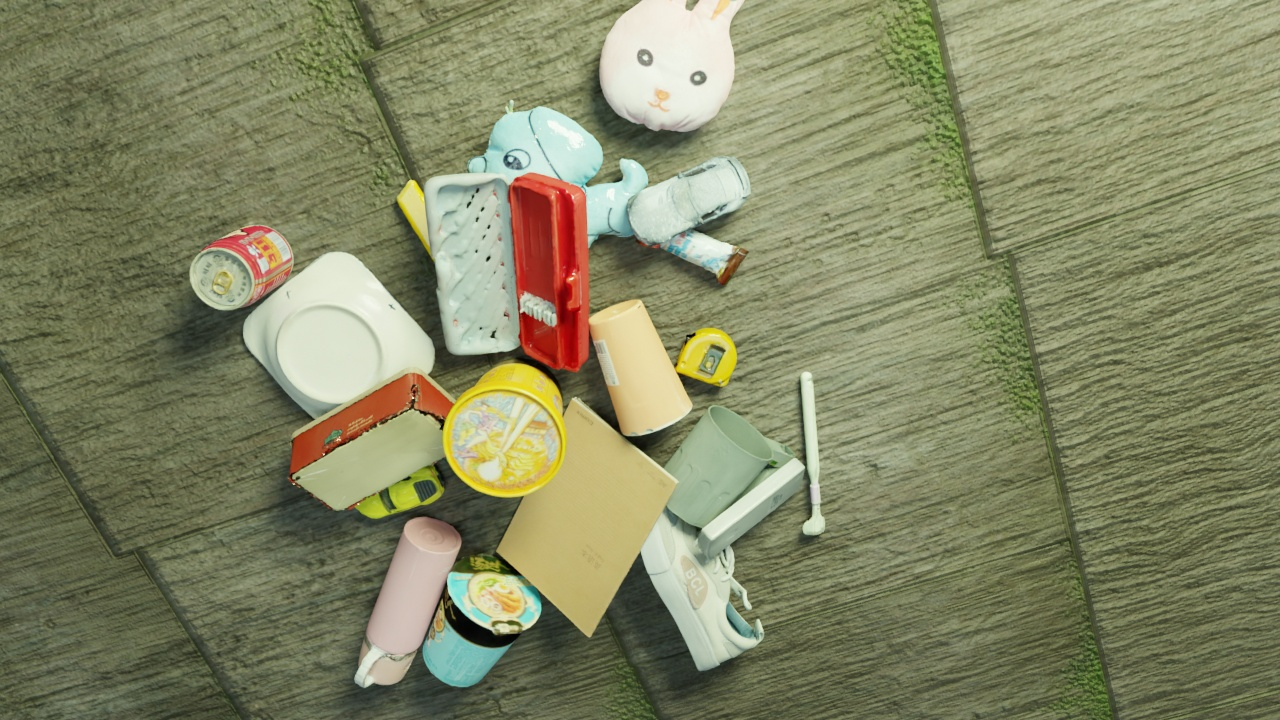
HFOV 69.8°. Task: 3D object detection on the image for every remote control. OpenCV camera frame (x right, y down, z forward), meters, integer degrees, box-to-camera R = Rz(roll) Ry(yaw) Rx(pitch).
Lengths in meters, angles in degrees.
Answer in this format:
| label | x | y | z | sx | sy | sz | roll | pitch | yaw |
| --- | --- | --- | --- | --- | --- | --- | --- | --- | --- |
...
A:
| label | x | y | z | sx | sy | sz | roll | pitch | yaw |
| --- | --- | --- | --- | --- | --- | --- | --- | --- | --- |
| remote control | 0.116 | 0.155 | 0.960 | 0.135 | 0.019 | 0.056 | -34 | 152 | -18 |

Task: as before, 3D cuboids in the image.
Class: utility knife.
| label | x | y | z | sx | sy | sz | roll | pitch | yaw |
| --- | --- | --- | --- | --- | --- | --- | --- | --- | --- |
| utility knife | -0.194 | -0.109 | 0.916 | 0.033 | 0.015 | 0.154 | -28 | 107 | 5 |

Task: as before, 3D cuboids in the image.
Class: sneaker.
| label | x | y | z | sx | sy | sz | roll | pitch | yaw |
| --- | --- | --- | --- | --- | --- | --- | --- | --- | --- |
| sneaker | 0.065 | 0.228 | 0.999 | 0.091 | 0.089 | 0.242 | -22 | 109 | 7 |

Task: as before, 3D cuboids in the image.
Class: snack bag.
| label | x | y | z | sx | sy | sz | roll | pitch | yaw |
| --- | --- | --- | --- | --- | --- | --- | --- | --- | --- |
| snack bag | 0.051 | -0.113 | 0.904 | 0.104 | 0.026 | 0.048 | 28 | 117 | -9 |

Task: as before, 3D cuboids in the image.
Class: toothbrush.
| label | x | y | z | sx | sy | sz | roll | pitch | yaw |
| --- | --- | --- | --- | --- | --- | --- | --- | --- | --- |
| toothbrush | 0.183 | 0.101 | 0.985 | 0.029 | 0.020 | 0.190 | -15 | 111 | -22 |

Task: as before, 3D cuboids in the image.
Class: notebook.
| label | x | y | z | sx | sy | sz | roll | pitch | yaw |
| --- | --- | --- | --- | --- | --- | --- | --- | --- | --- |
| notebook | -0.061 | 0.167 | 0.976 | 0.149 | 0.012 | 0.212 | 37 | 112 | 25 |

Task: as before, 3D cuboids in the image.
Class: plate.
| label | x | y | z | sx | sy | sz | roll | pitch | yaw |
| --- | --- | --- | --- | --- | --- | --- | --- | --- | --- |
| plate | -0.315 | -0.012 | 0.946 | 0.164 | 0.034 | 0.163 | -36 | 107 | 14 |

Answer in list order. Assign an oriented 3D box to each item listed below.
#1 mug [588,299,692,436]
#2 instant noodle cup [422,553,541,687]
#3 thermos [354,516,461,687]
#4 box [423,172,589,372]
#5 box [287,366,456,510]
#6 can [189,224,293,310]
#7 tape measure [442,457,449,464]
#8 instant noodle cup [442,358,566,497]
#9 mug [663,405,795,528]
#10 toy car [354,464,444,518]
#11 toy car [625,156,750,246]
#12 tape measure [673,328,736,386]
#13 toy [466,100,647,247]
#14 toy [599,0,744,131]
| label | x | y | z | sx | sy | sz | roll | pitch | yaw |
| --- | --- | --- | --- | --- | --- | --- | --- | --- | --- |
| mug | -0.005 | 0.005 | 0.927 | 0.078 | 0.078 | 0.123 | -20 | 104 | 9 |
| instant noodle cup | -0.186 | 0.299 | 1.028 | 0.111 | 0.111 | 0.121 | 28 | 115 | -9 |
| thermos | -0.268 | 0.277 | 1.027 | 0.067 | 0.087 | 0.199 | 29 | 109 | 12 |
| box | -0.122 | -0.084 | 0.878 | 0.160 | 0.064 | 0.201 | 8 | 128 | 8 |
| box | -0.272 | 0.090 | 0.947 | 0.168 | 0.077 | 0.091 | -28 | 134 | 12 |
| can | -0.384 | -0.090 | 0.886 | 0.066 | 0.093 | 0.066 | 0 | 111 | 1 |
| tape measure | -0.188 | 0.092 | 0.987 | 0.058 | 0.025 | 0.054 | -34 | 105 | 14 |
| instant noodle cup | -0.130 | 0.060 | 0.925 | 0.118 | 0.114 | 0.118 | 0 | 111 | 0 |
| mug | 0.090 | 0.118 | 0.969 | 0.124 | 0.083 | 0.103 | 24 | 112 | -34 |
| toy car | -0.267 | 0.145 | 1.006 | 0.105 | 0.032 | 0.048 | -16 | 110 | 9 |
| toy car | 0.045 | -0.152 | 0.868 | 0.120 | 0.037 | 0.054 | -25 | 97 | -7 |
| tape measure | 0.070 | -0.003 | 0.943 | 0.060 | 0.028 | 0.057 | 20 | 109 | -6 |
| toy | -0.078 | -0.176 | 0.871 | 0.161 | 0.049 | 0.156 | -17 | 112 | 3 |
| toy | 0.032 | -0.287 | 0.827 | 0.121 | 0.054 | 0.159 | 17 | 102 | -6 |
